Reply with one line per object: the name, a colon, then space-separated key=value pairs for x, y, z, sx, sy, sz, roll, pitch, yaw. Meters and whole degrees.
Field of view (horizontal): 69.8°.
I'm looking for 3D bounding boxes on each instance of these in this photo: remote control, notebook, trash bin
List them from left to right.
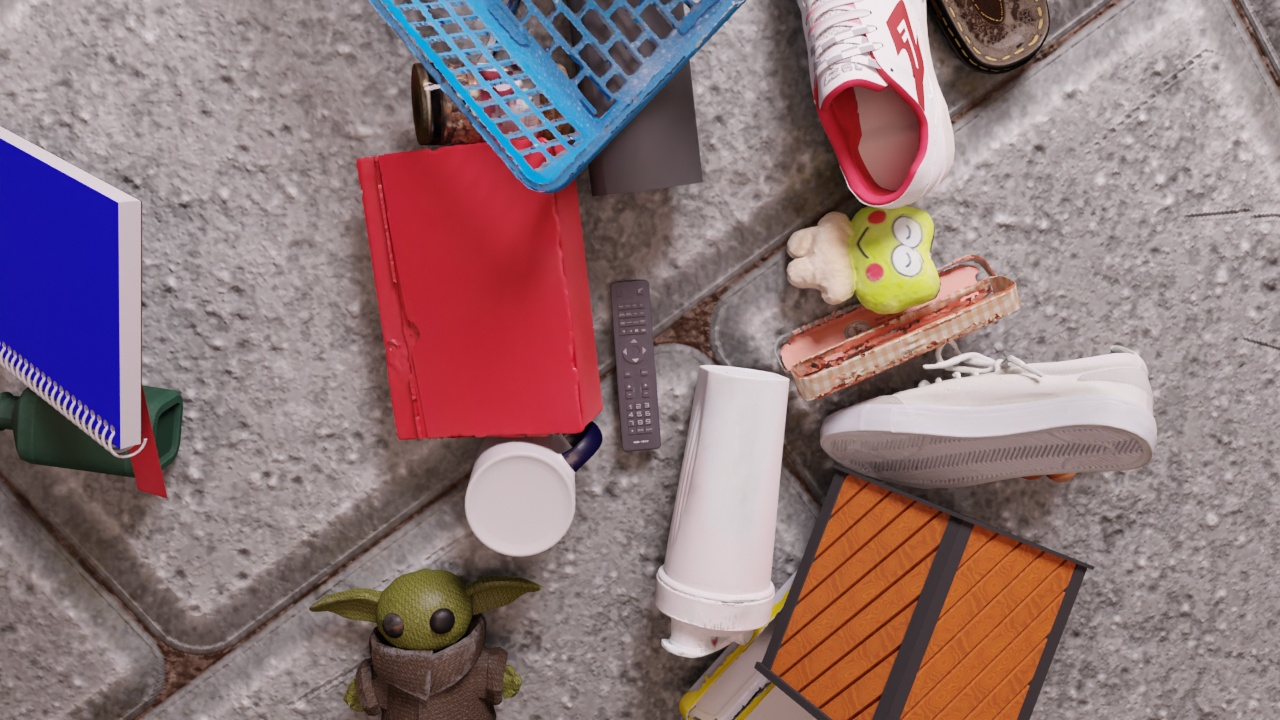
notebook: x=-0.393 y=-0.052 z=0.607 sx=0.209 sy=0.022 sz=0.172 roll=25 pitch=115 yaw=28
remote control: x=-0.004 y=0.004 z=0.731 sx=0.032 sy=0.015 sz=0.136 roll=-5 pitch=98 yaw=-4
trash bin: x=0.208 y=0.195 z=0.689 sx=0.139 sy=0.140 sz=0.172 roll=22 pitch=89 yaw=-27

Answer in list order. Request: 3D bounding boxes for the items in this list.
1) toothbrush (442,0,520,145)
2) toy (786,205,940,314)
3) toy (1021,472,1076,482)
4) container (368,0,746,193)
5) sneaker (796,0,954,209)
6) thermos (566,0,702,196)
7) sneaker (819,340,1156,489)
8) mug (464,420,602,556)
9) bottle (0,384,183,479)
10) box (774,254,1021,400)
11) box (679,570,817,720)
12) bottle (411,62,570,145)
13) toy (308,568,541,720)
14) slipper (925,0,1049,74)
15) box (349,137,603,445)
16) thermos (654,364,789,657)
toothbrush: x=-0.107 y=-0.245 z=0.676 sx=0.017 sy=0.016 sz=0.189 roll=28 pitch=97 yaw=4
toy: x=0.171 y=-0.079 z=0.710 sx=0.115 sy=0.046 sz=0.092 roll=-1 pitch=73 yaw=8
toy: x=0.347 y=0.047 z=0.746 sx=0.127 sy=0.065 sz=0.095 roll=-21 pitch=85 yaw=-3
container: x=-0.074 y=-0.317 z=0.560 sx=0.258 sy=0.089 sz=0.362 roll=-41 pitch=86 yaw=25
sneaker: x=0.152 y=-0.219 z=0.645 sx=0.090 sy=0.104 sz=0.237 roll=-9 pitch=107 yaw=33
thermos: x=-0.010 y=-0.242 z=0.650 sx=0.082 sy=0.082 sz=0.240 roll=-8 pitch=101 yaw=-4
sneaker: x=0.255 y=0.037 z=0.695 sx=0.089 sy=0.243 sz=0.090 roll=47 pitch=50 yaw=-35
mug: x=-0.076 y=0.084 z=0.698 sx=0.112 sy=0.097 sz=0.078 roll=-36 pitch=102 yaw=2
bottle: x=-0.417 y=0.045 z=0.678 sx=0.131 sy=0.061 sz=0.061 roll=9 pitch=102 yaw=-7
box: x=0.199 y=-0.027 z=0.717 sx=0.187 sy=0.082 sz=0.042 roll=-24 pitch=114 yaw=-2
box: x=0.138 y=0.252 z=0.783 sx=0.129 sy=0.036 sz=0.209 roll=39 pitch=94 yaw=-21
bottle: x=-0.106 y=-0.183 z=0.653 sx=0.105 sy=0.056 sz=0.056 roll=-6 pitch=101 yaw=-20
toy: x=-0.166 y=0.242 z=0.729 sx=0.179 sy=0.078 sz=0.153 roll=-5 pitch=100 yaw=-2
slipper: x=0.229 y=-0.337 z=0.656 sx=0.113 sy=0.075 sz=0.268 roll=-27 pitch=102 yaw=0
box: x=-0.111 y=-0.052 z=0.672 sx=0.164 sy=0.153 sz=0.215 roll=-11 pitch=102 yaw=-28
thermos: x=0.070 y=0.117 z=0.723 sx=0.099 sy=0.099 sz=0.220 roll=7 pitch=96 yaw=-7
